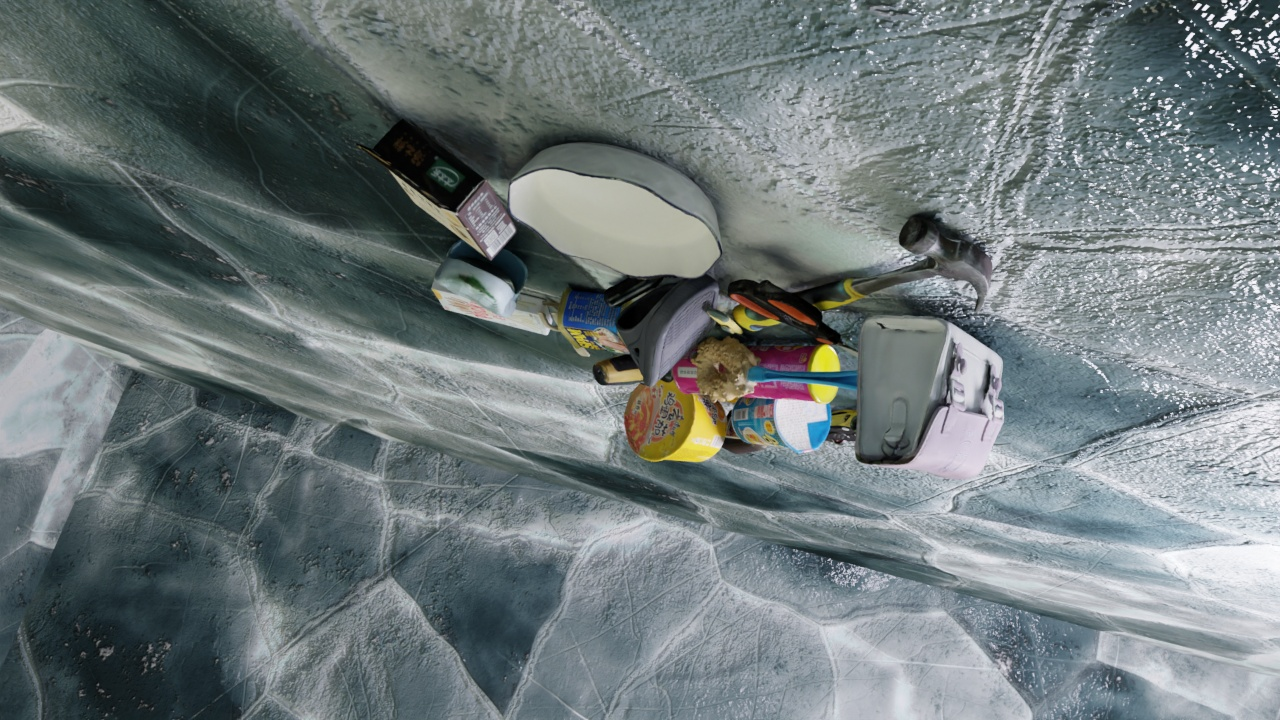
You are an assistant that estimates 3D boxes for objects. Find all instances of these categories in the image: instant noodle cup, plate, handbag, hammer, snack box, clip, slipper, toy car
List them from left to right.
[{"bbox_3d":[-0.185,-0.159,0.852,0.113,0.053,0.126,37,170,17],"label":"snack box"},{"bbox_3d":[-0.183,-0.102,1.068,0.104,0.074,0.245,27,180,-9],"label":"slipper"},{"bbox_3d":[-0.203,-0.077,1.267,0.157,0.026,0.085,14,164,5],"label":"snack box"},{"bbox_3d":[-0.095,-0.047,1.235,0.035,0.071,0.100,4,157,37],"label":"clip"},{"bbox_3d":[-0.021,-0.137,0.852,0.205,0.045,0.205,15,165,4],"label":"plate"},{"bbox_3d":[0.028,-0.051,1.039,0.083,0.110,0.268,47,169,10],"label":"slipper"},{"bbox_3d":[0.061,0.095,1.422,0.138,0.138,0.109,2,168,41],"label":"instant noodle cup"},{"bbox_3d":[0.181,0.076,1.227,0.099,0.099,0.110,24,162,-28],"label":"instant noodle cup"},{"bbox_3d":[0.203,-0.066,0.902,0.126,0.031,0.324,24,162,-24],"label":"hammer"},{"bbox_3d":[0.304,0.096,1.334,0.071,0.041,0.156,26,160,-31],"label":"toy car"},{"bbox_3d":[0.292,0.042,0.913,0.099,0.145,0.196,8,175,38],"label":"handbag"}]

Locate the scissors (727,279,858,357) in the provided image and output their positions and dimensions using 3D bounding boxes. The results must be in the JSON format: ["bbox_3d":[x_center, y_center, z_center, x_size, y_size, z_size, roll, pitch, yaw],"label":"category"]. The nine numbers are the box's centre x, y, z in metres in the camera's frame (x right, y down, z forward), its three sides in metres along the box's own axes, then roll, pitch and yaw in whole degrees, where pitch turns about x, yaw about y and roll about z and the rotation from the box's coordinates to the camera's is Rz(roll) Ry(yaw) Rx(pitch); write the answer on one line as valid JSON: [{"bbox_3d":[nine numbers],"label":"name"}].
[{"bbox_3d":[0.176,-0.036,0.954,0.142,0.021,0.235,18,173,31],"label":"scissors"}]

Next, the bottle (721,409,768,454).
[{"bbox_3d":[0.185,0.096,1.382,0.044,0.079,0.195,27,160,-17],"label":"bottle"}]

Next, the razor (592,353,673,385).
[{"bbox_3d":[-0.007,0.007,1.219,0.062,0.068,0.167,53,-152,16],"label":"razor"}]

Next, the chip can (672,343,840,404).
[{"bbox_3d":[0.142,0.013,1.158,0.211,0.071,0.071,2,159,42],"label":"chip can"}]

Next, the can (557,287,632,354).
[{"bbox_3d":[-0.049,-0.048,1.162,0.083,0.057,0.102,8,163,18],"label":"can"}]

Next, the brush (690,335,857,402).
[{"bbox_3d":[0.166,0.016,1.068,0.255,0.083,0.045,4,180,38],"label":"brush"}]

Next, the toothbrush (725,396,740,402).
[{"bbox_3d":[0.195,0.050,1.338,0.016,0.018,0.192,29,157,-35],"label":"toothbrush"}]

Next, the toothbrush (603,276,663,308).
[{"bbox_3d":[0.012,-0.091,1.010,0.027,0.026,0.213,51,155,-10],"label":"toothbrush"}]

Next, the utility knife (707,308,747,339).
[{"bbox_3d":[0.103,-0.041,1.051,0.031,0.022,0.210,29,-173,14],"label":"utility knife"}]
